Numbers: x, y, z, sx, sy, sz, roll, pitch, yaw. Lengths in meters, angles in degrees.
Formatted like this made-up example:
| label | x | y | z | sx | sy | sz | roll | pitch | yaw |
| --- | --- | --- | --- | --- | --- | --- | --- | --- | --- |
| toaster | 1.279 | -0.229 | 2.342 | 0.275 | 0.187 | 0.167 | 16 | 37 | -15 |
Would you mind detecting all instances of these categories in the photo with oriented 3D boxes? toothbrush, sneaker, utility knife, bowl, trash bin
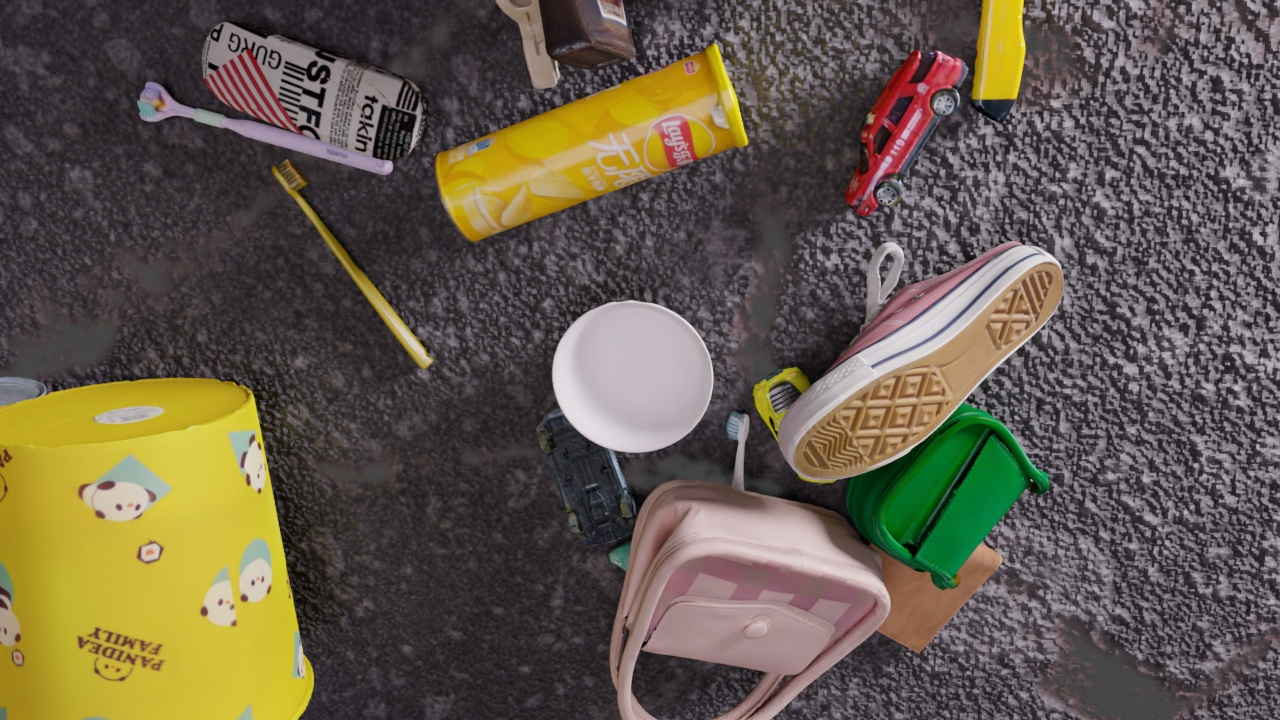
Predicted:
| label | x | y | z | sx | sy | sz | roll | pitch | yaw |
| --- | --- | --- | --- | --- | --- | --- | --- | --- | --- |
| toothbrush | 0.078 | 0.146 | 0.761 | 0.026 | 0.026 | 0.221 | 12 | 112 | 28 |
| sneaker | 0.190 | -0.008 | 0.670 | 0.241 | 0.088 | 0.118 | -38 | 127 | -5 |
| utility knife | 0.247 | -0.241 | 0.622 | 0.033 | 0.015 | 0.156 | -1 | 108 | -2 |
| bowl | -0.004 | 0.004 | 0.699 | 0.118 | 0.064 | 0.118 | 1 | 108 | 4 |
| toothbrush | -0.221 | -0.073 | 0.716 | 0.016 | 0.015 | 0.190 | -32 | 104 | 7 |
| toothbrush | -0.277 | -0.169 | 0.684 | 0.189 | 0.021 | 0.029 | 15 | 98 | -3 |
| trash bin | -0.383 | 0.158 | 0.708 | 0.230 | 0.229 | 0.255 | 1 | 103 | 4 |

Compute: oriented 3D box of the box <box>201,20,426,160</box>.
| label | x | y | z | sx | sy | sz | roll | pitch | yaw |
| --- | --- | --- | --- | --- | --- | --- | --- | --- | --- |
| box | -0.236 | -0.193 | 0.659 | 0.164 | 0.052 | 0.069 | 16 | 128 | -1 |

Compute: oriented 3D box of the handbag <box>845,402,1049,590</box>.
| label | x | y | z | sx | sy | sz | roll | pitch | yaw |
| --- | --- | --- | --- | --- | --- | --- | --- | --- | --- |
| handbag | 0.233 | 0.102 | 0.705 | 0.120 | 0.068 | 0.131 | 40 | 93 | -15 |

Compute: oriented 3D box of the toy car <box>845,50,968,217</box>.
| label | x | y | z | sx | sy | sz | roll | pitch | yaw |
| --- | --- | --- | --- | --- | --- | --- | --- | --- | --- |
| toy car | 0.178 | -0.158 | 0.637 | 0.045 | 0.052 | 0.121 | 26 | 106 | -3 |

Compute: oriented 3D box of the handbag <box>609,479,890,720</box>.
| label | x | y | z | sx | sy | sz | roll | pitch | yaw |
| --- | --- | --- | --- | --- | --- | --- | --- | --- | --- |
| handbag | 0.066 | 0.219 | 0.732 | 0.193 | 0.093 | 0.234 | 17 | 111 | -18 |

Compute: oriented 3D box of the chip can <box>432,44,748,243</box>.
| label | x | y | z | sx | sy | sz | roll | pitch | yaw |
| --- | --- | --- | --- | --- | --- | --- | --- | --- | --- |
| chip can | -0.035 | -0.150 | 0.647 | 0.213 | 0.072 | 0.072 | -18 | 107 | 11 |

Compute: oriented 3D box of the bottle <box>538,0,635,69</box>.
| label | x | y | z | sx | sy | sz | roll | pitch | yaw |
| --- | --- | --- | --- | --- | --- | --- | --- | --- | --- |
| bottle | -0.046 | -0.293 | 0.594 | 0.044 | 0.079 | 0.195 | -7 | 96 | 26 |

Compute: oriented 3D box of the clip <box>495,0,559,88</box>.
| label | x | y | z | sx | sy | sz | roll | pitch | yaw |
| --- | --- | --- | --- | --- | --- | --- | --- | --- | --- |
| clip | -0.079 | -0.240 | 0.622 | 0.035 | 0.095 | 0.102 | -6 | 97 | 6 |

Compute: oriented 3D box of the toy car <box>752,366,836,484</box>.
| label | x | y | z | sx | sy | sz | roll | pitch | yaw |
| --- | --- | --- | --- | --- | --- | --- | --- | --- | --- |
| toy car | 0.129 | 0.055 | 0.724 | 0.048 | 0.032 | 0.105 | -29 | 106 | 13 |

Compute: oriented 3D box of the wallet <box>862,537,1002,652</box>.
| label | x | y | z | sx | sy | sz | roll | pitch | yaw |
| --- | --- | --- | --- | --- | --- | --- | --- | --- | --- |
| wallet | 0.225 | 0.181 | 0.767 | 0.101 | 0.020 | 0.115 | 31 | 110 | -6 |

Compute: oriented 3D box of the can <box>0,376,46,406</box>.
| label | x | y | z | sx | sy | sz | roll | pitch | yaw |
| --- | --- | --- | --- | --- | --- | --- | --- | --- | --- |
| can | -0.528 | 0.068 | 0.761 | 0.066 | 0.066 | 0.094 | 9 | 110 | 1 |

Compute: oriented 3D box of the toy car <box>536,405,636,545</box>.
| label | x | y | z | sx | sy | sz | roll | pitch | yaw |
| --- | --- | --- | --- | --- | --- | --- | --- | --- | --- |
| toy car | -0.043 | 0.092 | 0.749 | 0.054 | 0.036 | 0.120 | -20 | 96 | 11 |

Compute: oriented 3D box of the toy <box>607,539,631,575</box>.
| label | x | y | z | sx | sy | sz | roll | pitch | yaw |
| --- | --- | --- | --- | --- | --- | --- | --- | --- | --- |
| toy | 0.020 | 0.166 | 0.773 | 0.092 | 0.030 | 0.096 | -22 | 113 | 16 |
